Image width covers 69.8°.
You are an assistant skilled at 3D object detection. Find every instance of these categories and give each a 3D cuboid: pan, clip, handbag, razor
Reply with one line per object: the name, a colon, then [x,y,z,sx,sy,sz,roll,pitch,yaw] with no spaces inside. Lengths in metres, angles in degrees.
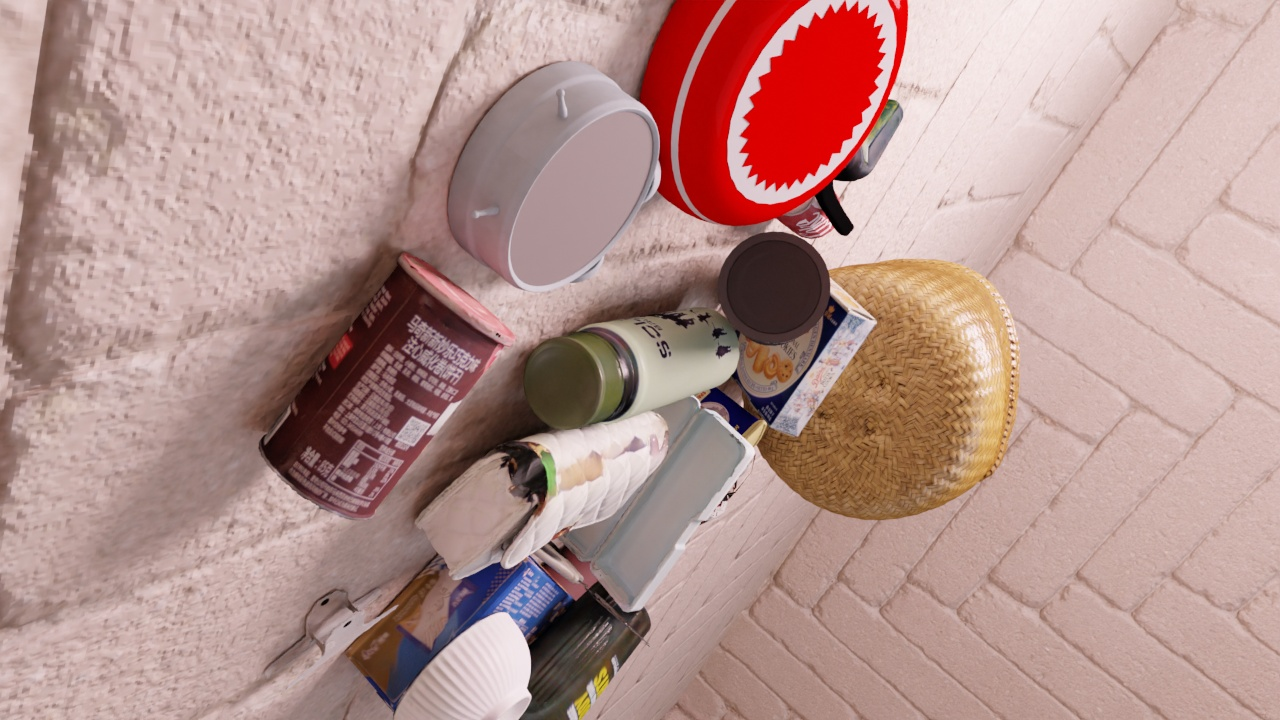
pan: [0.121,-0.158,0.656,0.209,0.067,0.356,-48,147,3]
clip: [-0.212,0.195,0.653,0.101,0.050,0.059,-36,168,-40]
handbag: [-0.067,0.100,0.709,0.139,0.072,0.194,-41,167,26]
razor: [0.206,-0.213,0.854,0.151,0.054,0.067,-44,139,-36]

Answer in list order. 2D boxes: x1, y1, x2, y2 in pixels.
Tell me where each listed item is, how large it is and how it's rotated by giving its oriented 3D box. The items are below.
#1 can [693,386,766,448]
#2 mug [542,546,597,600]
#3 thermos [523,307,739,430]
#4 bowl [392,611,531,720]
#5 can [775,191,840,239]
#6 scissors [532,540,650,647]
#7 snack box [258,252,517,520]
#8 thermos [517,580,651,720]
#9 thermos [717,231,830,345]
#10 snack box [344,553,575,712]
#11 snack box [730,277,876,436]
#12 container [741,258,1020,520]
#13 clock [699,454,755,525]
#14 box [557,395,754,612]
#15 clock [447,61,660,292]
can: [0.062,0.081,0.978,0.116,0.092,0.057,-41,158,-28]
mug: [-0.080,0.247,1.010,0.082,0.073,0.106,-34,-178,-41]
thermos: [-0.004,0.004,0.727,0.230,0.082,0.082,-15,140,-60]
bowl: [-0.127,0.262,0.718,0.118,0.062,0.118,-42,158,-22]
can: [0.147,-0.143,0.829,0.054,0.054,0.096,-55,160,11]
scissors: [-0.058,0.197,0.815,0.012,0.171,0.121,-50,133,-2]
snack box: [-0.128,0.014,0.469,0.121,0.072,0.072,-52,161,3]
thermos: [-0.084,0.297,0.839,0.220,0.098,0.098,-41,158,-36]
thermos: [0.114,-0.054,0.790,0.082,0.082,0.240,-53,174,5]
snack box: [-0.149,0.236,0.821,0.155,0.069,0.203,-47,159,-12]
snack box: [0.157,-0.020,0.951,0.042,0.144,0.145,20,111,-28]
container: [0.268,0.032,1.060,0.196,0.307,0.308,-12,137,-55]
clock: [0.063,0.132,1.038,0.155,0.065,0.114,-19,-153,45]
box: [0.004,0.119,0.852,0.197,0.134,0.040,-56,150,13]
clock: [-0.040,-0.095,0.513,0.122,0.045,0.159,-53,159,7]
